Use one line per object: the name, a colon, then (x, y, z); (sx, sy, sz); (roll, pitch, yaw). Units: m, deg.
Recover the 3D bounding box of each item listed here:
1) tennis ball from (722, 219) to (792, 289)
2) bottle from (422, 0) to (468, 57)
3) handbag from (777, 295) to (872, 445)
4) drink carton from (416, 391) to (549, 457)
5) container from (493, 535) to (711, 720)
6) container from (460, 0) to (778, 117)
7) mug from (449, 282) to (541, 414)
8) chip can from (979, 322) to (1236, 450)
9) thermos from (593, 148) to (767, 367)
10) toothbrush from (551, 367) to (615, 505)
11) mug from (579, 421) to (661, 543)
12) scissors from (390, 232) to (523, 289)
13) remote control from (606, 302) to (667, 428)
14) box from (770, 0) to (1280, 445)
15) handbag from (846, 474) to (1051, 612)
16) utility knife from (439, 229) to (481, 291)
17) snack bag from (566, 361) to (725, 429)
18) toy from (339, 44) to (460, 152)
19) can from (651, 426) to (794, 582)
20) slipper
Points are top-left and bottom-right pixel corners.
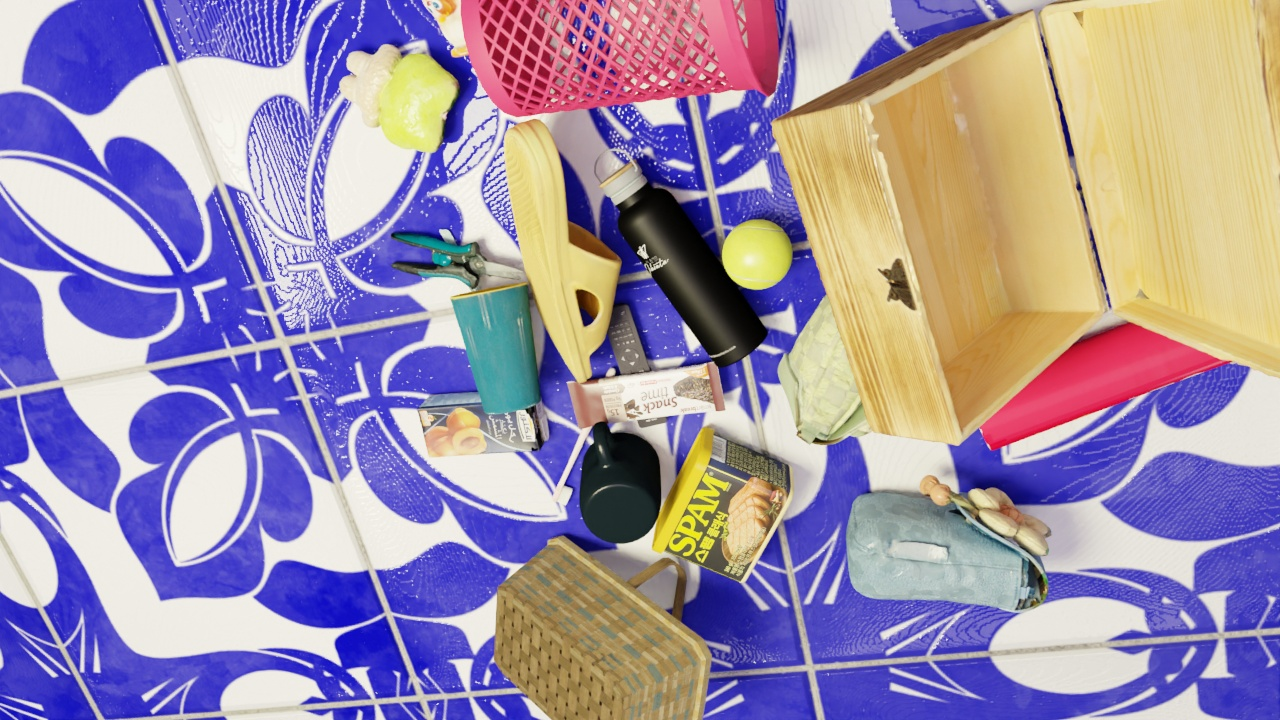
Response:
tennis ball: (0.109, -0.099, 0.859); (0.065, 0.065, 0.065); (4, 113, 8)
bottle: (-0.164, -0.328, 0.814); (0.063, 0.063, 0.108); (-9, 109, 13)
handbag: (0.208, -0.003, 0.860); (0.117, 0.113, 0.187); (24, 114, -9)
drink carton: (-0.168, 0.066, 0.991); (0.130, 0.040, 0.064); (-4, 112, 12)
container: (-0.022, 0.304, 1.001); (0.250, 0.185, 0.158); (27, 121, 39)
container: (-0.018, -0.288, 0.756); (0.226, 0.182, 0.183); (-7, 111, 21)
mug: (-0.140, -0.011, 0.916); (0.078, 0.078, 0.121); (-8, 99, 13)
chip can: (0.419, 0.013, 0.850); (0.221, 0.069, 0.069); (-24, 106, 19)
thermos: (0.033, -0.101, 0.874); (0.061, 0.061, 0.231); (-32, 104, 20)
toothbrush: (-0.059, 0.084, 0.993); (0.018, 0.015, 0.181); (20, 115, -6)
mug: (-0.026, 0.118, 0.949); (0.085, 0.094, 0.122); (-15, 114, 6)
scissors: (-0.192, -0.105, 0.927); (0.128, 0.019, 0.140); (-36, 97, 29)
remote control: (-0.006, 0.006, 0.950); (0.032, 0.015, 0.136); (-13, 109, 15)
box: (0.331, -0.117, 0.673); (0.316, 0.281, 0.279); (1, 119, 54)
handbag: (0.304, 0.175, 0.914); (0.192, 0.121, 0.119); (6, 114, 13)
utility knife: (-0.161, -0.057, 0.955); (0.022, 0.015, 0.179); (-23, 103, 17)
snack bag: (0.005, 0.037, 0.944); (0.158, 0.013, 0.057); (-7, 112, 13)
toy: (-0.229, -0.251, 0.868); (0.115, 0.046, 0.092); (26, 113, 6)
can: (0.087, 0.154, 0.965); (0.104, 0.075, 0.135); (23, 114, -3)
slipper: (-0.067, -0.104, 0.870); (0.078, 0.099, 0.264); (-23, 128, -19)
